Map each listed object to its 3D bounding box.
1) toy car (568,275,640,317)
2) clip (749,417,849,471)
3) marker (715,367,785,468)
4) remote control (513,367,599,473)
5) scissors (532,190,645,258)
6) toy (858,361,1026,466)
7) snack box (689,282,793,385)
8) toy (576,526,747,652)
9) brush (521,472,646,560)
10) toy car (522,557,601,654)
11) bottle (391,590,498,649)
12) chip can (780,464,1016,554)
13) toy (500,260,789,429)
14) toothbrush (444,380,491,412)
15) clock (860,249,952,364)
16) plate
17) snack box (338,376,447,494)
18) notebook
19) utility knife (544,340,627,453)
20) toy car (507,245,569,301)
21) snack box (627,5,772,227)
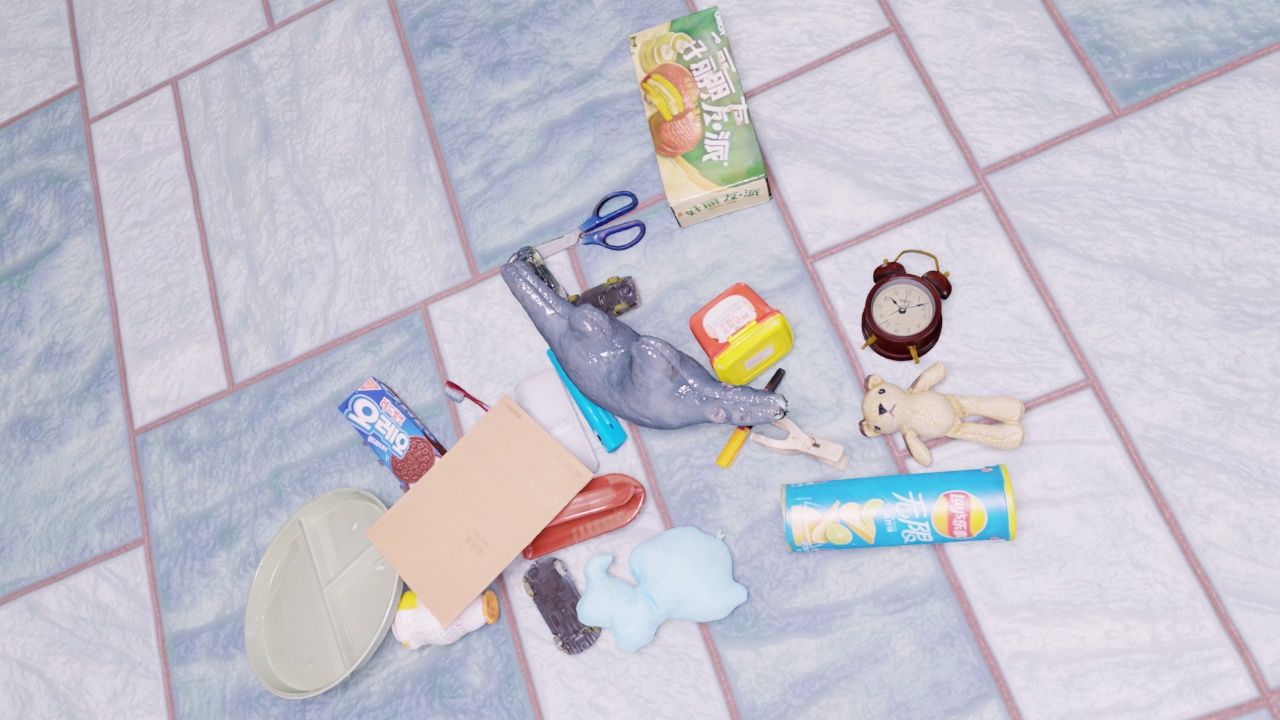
[{"bbox_3d":[-0.044,-0.062,1.043,0.090,0.035,0.042,-22,68,14],"label":"toy car"},{"bbox_3d":[0.164,0.084,0.941,0.100,0.070,0.034,18,78,26],"label":"clip"},{"bbox_3d":[0.118,0.061,0.972,0.015,0.018,0.123,36,83,-18],"label":"marker"},{"bbox_3d":[-0.094,0.075,1.024,0.056,0.020,0.136,-29,69,6],"label":"remote control"},{"bbox_3d":[-0.078,-0.156,1.092,0.174,0.012,0.126,8,78,19],"label":"scissors"},{"bbox_3d":[0.294,0.054,0.899,0.157,0.066,0.105,7,93,25],"label":"toy"},{"bbox_3d":[0.104,-0.030,0.970,0.091,0.082,0.080,-36,58,1],"label":"snack box"},{"bbox_3d":[0.023,0.225,0.931,0.161,0.050,0.156,28,74,22],"label":"toy"},{"bbox_3d":[-0.064,0.159,0.965,0.146,0.069,0.063,-19,71,9],"label":"brush"},{"bbox_3d":[-0.082,0.256,0.962,0.049,0.031,0.105,-34,73,0],"label":"toy car"},{"bbox_3d":[-0.207,0.270,0.975,0.108,0.063,0.063,-12,71,12],"label":"bottle"},{"bbox_3d":[0.244,0.144,0.883,0.210,0.071,0.071,-6,73,14],"label":"chip can"},{"bbox_3d":[-0.006,0.006,0.957,0.357,0.138,0.091,26,53,28],"label":"toy"},{"bbox_3d":[-0.158,0.070,1.033,0.188,0.016,0.017,29,105,29],"label":"toothbrush"},{"bbox_3d":[0.272,-0.057,0.943,0.082,0.055,0.121,16,77,19],"label":"clock"},{"bbox_3d":[-0.345,0.252,1.006,0.231,0.027,0.229,-16,57,26],"label":"plate"},{"bbox_3d":[-0.258,0.108,1.041,0.058,0.057,0.207,-45,68,-4],"label":"snack box"},{"bbox_3d":[-0.168,0.151,0.955,0.211,0.012,0.149,-45,58,-11],"label":"notebook"},{"bbox_3d":[-0.064,0.035,1.023,0.161,0.034,0.018,55,135,23],"label":"utility knife"},{"bbox_3d":[-0.118,-0.091,1.072,0.043,0.034,0.090,-36,83,3],"label":"toy car"},{"bbox_3d":[0.067,-0.283,1.061,0.114,0.063,0.239,-15,70,10],"label":"snack box"}]
